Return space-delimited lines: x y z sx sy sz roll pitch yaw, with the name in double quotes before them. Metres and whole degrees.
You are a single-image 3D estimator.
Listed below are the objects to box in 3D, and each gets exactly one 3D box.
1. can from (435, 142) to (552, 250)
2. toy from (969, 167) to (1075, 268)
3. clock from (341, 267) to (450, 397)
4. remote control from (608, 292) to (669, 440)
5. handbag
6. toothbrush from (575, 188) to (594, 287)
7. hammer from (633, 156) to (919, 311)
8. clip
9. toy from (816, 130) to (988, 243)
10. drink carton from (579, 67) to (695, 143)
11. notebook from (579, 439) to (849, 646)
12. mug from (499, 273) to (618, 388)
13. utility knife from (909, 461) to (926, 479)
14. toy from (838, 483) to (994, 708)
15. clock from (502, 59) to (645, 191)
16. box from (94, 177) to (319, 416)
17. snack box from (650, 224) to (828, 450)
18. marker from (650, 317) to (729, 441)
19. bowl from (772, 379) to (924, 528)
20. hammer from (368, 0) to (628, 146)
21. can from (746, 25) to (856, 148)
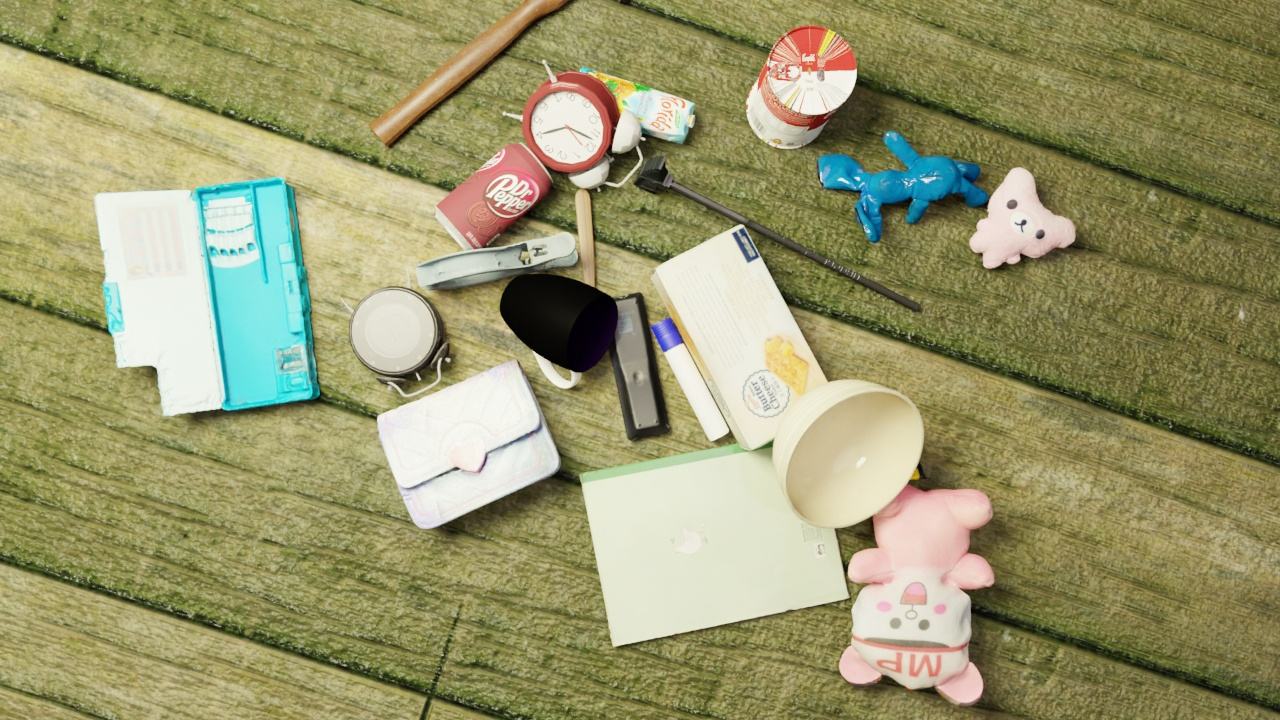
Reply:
"can" -0.149 -0.164 0.930 0.114 0.063 0.063 -41 90 -4
"toy" 0.392 -0.139 0.962 0.096 0.052 0.099 -39 91 7
"clock" -0.243 -0.024 0.929 0.091 0.044 0.123 -26 90 -3
"remote control" -0.006 0.006 0.950 0.047 0.022 0.150 -12 88 -3
"handbag" -0.171 0.083 0.917 0.158 0.069 0.126 -23 87 -1
"toothbrush" -0.054 -0.096 0.956 0.016 0.016 0.167 -5 87 -4
"hammer" 0.147 -0.125 0.942 0.325 0.095 0.015 25 85 -8
"clip" -0.142 -0.098 0.939 0.163 0.107 0.028 -10 89 1
"toy" 0.279 -0.175 0.952 0.176 0.071 0.112 -4 76 -3
"drink carton" -0.006 -0.264 0.954 0.129 0.038 0.044 17 86 -1
"notebook" 0.077 0.182 0.952 0.252 0.010 0.182 -11 88 -4
"mug" -0.088 -0.030 0.922 0.100 0.084 0.119 26 128 27
"utility knife" 0.217 0.110 0.949 0.163 0.030 0.017 1 121 -6
"toy" 0.278 0.230 0.922 0.142 0.084 0.213 4 84 9
"clock" -0.061 -0.233 0.925 0.137 0.048 0.096 39 119 -13
"box" -0.428 -0.062 0.917 0.185 0.056 0.227 -8 88 -13
"snack box" 0.103 -0.022 0.936 0.104 0.057 0.208 -28 89 -8
"marker" 0.051 0.019 0.951 0.023 0.027 0.133 -28 91 -4
"bowl" 0.187 0.078 0.881 0.150 0.075 0.151 -10 119 -20
"hammer" -0.150 -0.338 0.956 0.323 0.033 0.115 -41 91 -3
"can" 0.159 -0.272 0.923 0.086 0.116 0.086 0 87 -3
